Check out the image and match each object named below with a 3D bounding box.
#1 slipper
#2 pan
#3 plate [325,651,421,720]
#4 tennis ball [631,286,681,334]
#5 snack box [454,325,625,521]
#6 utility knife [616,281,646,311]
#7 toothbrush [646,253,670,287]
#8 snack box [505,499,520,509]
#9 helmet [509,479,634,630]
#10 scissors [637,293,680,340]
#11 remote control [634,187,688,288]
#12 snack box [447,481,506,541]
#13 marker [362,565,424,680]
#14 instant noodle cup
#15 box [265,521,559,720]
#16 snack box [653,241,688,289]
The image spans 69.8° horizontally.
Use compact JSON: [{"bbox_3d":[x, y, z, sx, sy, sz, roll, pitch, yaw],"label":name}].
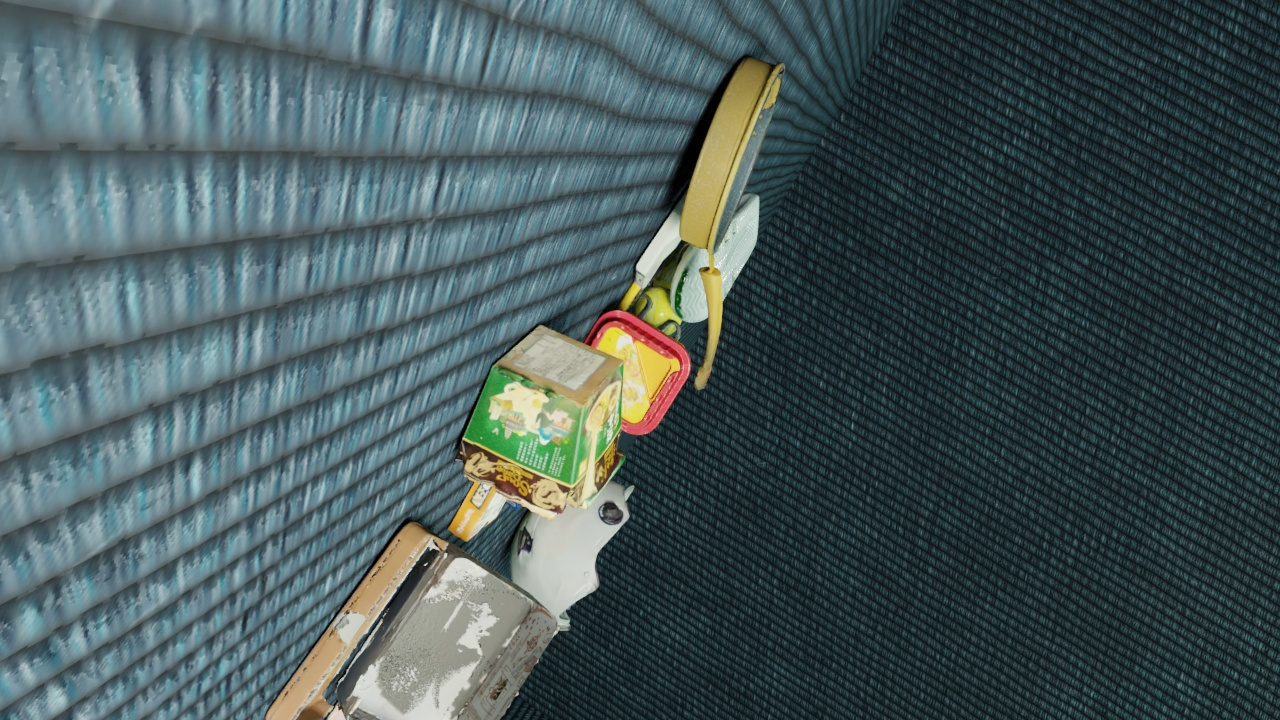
[{"bbox_3d":[0.089,-0.145,1.174,0.244,0.074,0.104,-53,148,-45],"label":"slipper"},{"bbox_3d":[0.086,-0.131,0.954,0.197,0.078,0.358,-56,166,-62],"label":"pan"},{"bbox_3d":[-0.283,0.362,0.982,0.192,0.039,0.192,-57,175,-8],"label":"plate"},{"bbox_3d":[0.022,-0.062,1.164,0.065,0.065,0.065,-57,175,-8],"label":"tennis ball"},{"bbox_3d":[-0.070,0.041,0.729,0.117,0.118,0.106,-50,160,-56],"label":"snack box"},{"bbox_3d":[-0.008,-0.076,1.081,0.223,0.015,0.033,-57,172,-3],"label":"utility knife"},{"bbox_3d":[0.050,-0.165,1.134,0.188,0.017,0.014,-59,-173,-21],"label":"toothbrush"},{"bbox_3d":[-0.126,0.115,1.052,0.084,0.026,0.157,-55,174,-22],"label":"snack box"},{"bbox_3d":[-0.121,0.283,1.456,0.257,0.146,0.230,-64,-179,-35],"label":"helmet"},{"bbox_3d":[-0.021,-0.002,1.120,0.014,0.164,0.164,-143,-128,-62],"label":"scissors"},{"bbox_3d":[0.032,-0.140,1.032,0.124,0.024,0.049,-56,174,-10],"label":"remote control"},{"bbox_3d":[-0.134,0.104,0.913,0.154,0.026,0.075,-59,174,15],"label":"snack box"},{"bbox_3d":[-0.241,0.259,0.877,0.145,0.017,0.017,-57,175,-5],"label":"marker"},{"bbox_3d":[-0.006,0.006,1.037,0.116,0.116,0.123,-59,176,14],"label":"instant noodle cup"},{"bbox_3d":[-0.198,0.245,0.800,0.179,0.136,0.269,-56,144,-13],"label":"box"},{"bbox_3d":[0.052,-0.123,1.283,0.087,0.034,0.140,-57,176,-8],"label":"snack box"}]
